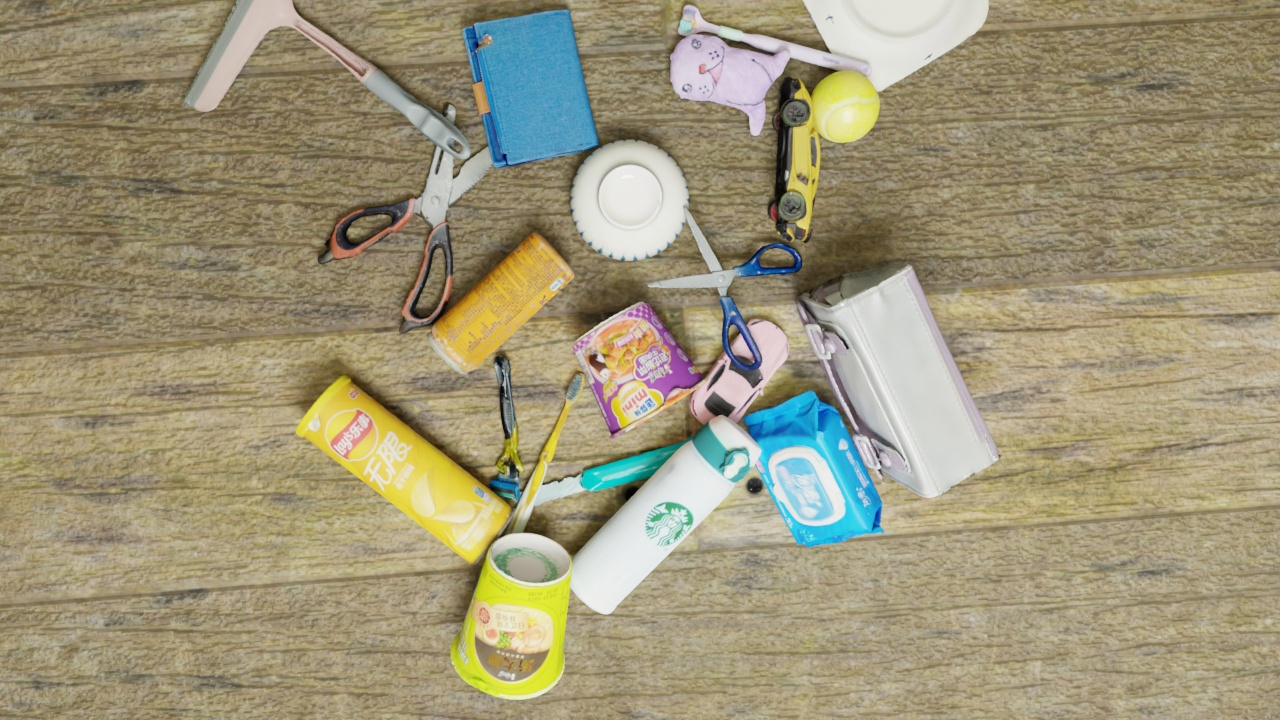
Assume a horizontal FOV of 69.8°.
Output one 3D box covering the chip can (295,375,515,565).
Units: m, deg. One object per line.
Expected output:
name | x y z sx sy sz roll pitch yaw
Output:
chip can | -0.224 0.106 0.886 0.213 0.072 0.072 39 93 -7

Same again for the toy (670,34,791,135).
toy | 0.078 -0.269 0.872 0.108 0.039 0.084 16 107 -5

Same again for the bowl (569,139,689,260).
bowl | -0.010 -0.152 0.867 0.116 0.066 0.116 0 96 -2

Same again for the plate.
plate | 0.242 -0.359 0.871 0.163 0.034 0.164 -31 97 2

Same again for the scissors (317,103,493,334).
scissors | -0.210 -0.134 0.885 0.227 0.015 0.189 -22 94 0

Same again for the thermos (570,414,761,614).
thermos | 0.023 0.147 0.886 0.073 0.073 0.224 42 101 -6

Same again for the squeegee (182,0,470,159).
squeegee | -0.258 -0.267 0.856 0.249 0.040 0.248 37 104 -5

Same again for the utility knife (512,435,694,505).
utility knife | -0.021 0.111 0.924 0.223 0.013 0.029 -16 94 0

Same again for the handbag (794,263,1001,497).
handbag | 0.227 0.016 0.857 0.098 0.145 0.197 -27 98 -4

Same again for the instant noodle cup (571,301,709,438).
instant noodle cup | -0.005 0.005 0.871 0.111 0.111 0.099 -30 88 1

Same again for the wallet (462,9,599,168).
wallet | -0.104 -0.255 0.866 0.106 0.040 0.133 -14 95 -10

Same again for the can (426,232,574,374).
can | -0.133 -0.054 0.877 0.146 0.058 0.058 -42 97 3

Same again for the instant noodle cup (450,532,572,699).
instant noodle cup | -0.115 0.234 0.868 0.111 0.111 0.124 12 114 -4

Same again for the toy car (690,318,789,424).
toy car | 0.098 0.014 0.907 0.056 0.037 0.122 37 93 -7

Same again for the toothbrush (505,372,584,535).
toothbrush | -0.096 0.100 0.911 0.016 0.018 0.191 23 90 6

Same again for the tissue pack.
tissue pack | 0.166 0.110 0.893 0.095 0.052 0.157 -22 99 40

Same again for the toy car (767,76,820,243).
toy car | 0.146 -0.189 0.867 0.041 0.071 0.156 0 96 -1

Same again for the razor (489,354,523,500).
razor | -0.133 0.065 0.911 0.043 0.022 0.143 1 95 41

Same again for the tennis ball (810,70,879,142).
tennis ball | 0.192 -0.239 0.867 0.065 0.065 0.065 0 96 -3

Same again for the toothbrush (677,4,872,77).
toothbrush | 0.129 -0.300 0.874 0.189 0.021 0.029 15 102 0

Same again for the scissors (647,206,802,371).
scissors | 0.085 -0.069 0.875 0.172 0.012 0.162 -9 92 -25
